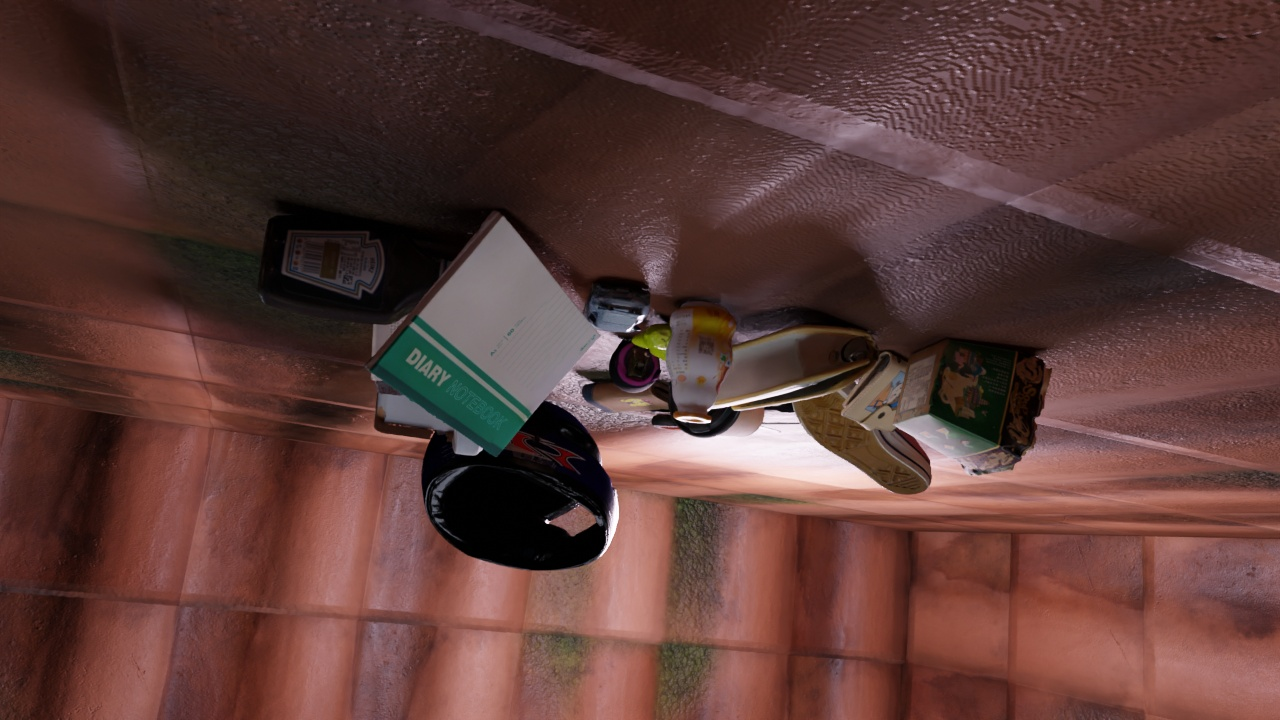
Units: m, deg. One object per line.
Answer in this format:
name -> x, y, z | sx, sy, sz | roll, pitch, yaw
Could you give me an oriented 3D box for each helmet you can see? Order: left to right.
helmet -> -0.178, 0.177, 1.440 | 0.315, 0.248, 0.239 | 12, -149, 4

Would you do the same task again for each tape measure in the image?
tape measure -> -0.006, 0.006, 1.017 | 0.057, 0.057, 0.039 | 11, 167, -7

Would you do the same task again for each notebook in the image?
notebook -> -0.118, -0.010, 0.751 | 0.012, 0.150, 0.209 | 35, 172, 29

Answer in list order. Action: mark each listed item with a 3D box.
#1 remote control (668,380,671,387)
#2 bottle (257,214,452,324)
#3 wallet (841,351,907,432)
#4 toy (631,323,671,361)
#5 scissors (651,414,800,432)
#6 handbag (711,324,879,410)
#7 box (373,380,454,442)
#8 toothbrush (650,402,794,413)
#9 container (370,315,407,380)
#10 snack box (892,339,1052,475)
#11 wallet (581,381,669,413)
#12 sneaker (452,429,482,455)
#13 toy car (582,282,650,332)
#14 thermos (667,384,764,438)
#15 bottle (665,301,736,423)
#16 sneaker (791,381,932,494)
remote control -> 0.068, 0.038, 1.195 | 0.053, 0.024, 0.136 | 3, 168, 12
bottle -> -0.199, -0.067, 0.737 | 0.194, 0.079, 0.044 | 7, 167, -15
wallet -> 0.266, 0.038, 0.992 | 0.115, 0.087, 0.024 | 19, -158, -48
toy -> 0.040, -0.017, 0.945 | 0.097, 0.031, 0.100 | -1, 165, 2
scissors -> 0.118, 0.081, 1.271 | 0.235, 0.021, 0.220 | -3, 167, 25
handbag -> 0.161, 0.011, 0.924 | 0.178, 0.063, 0.164 | -1, 170, -39
box -> -0.239, 0.036, 1.145 | 0.179, 0.110, 0.260 | 9, 167, -12
toothbrush -> 0.115, 0.064, 1.292 | 0.213, 0.026, 0.027 | 0, -159, 22
container -> -0.176, -0.031, 0.817 | 0.111, 0.090, 0.090 | 6, -157, -10
snack box -> 0.318, 0.038, 0.905 | 0.105, 0.118, 0.118 | 20, 166, -5
wallet -> -0.012, 0.049, 1.281 | 0.115, 0.033, 0.090 | -5, 163, 30
sneaker -> -0.141, 0.023, 0.921 | 0.090, 0.090, 0.242 | 1, -157, -7
toy car -> -0.025, -0.044, 0.856 | 0.054, 0.036, 0.121 | 8, 171, -8
thermos -> 0.096, 0.054, 1.102 | 0.093, 0.093, 0.143 | 0, 168, 27
bottle -> 0.053, 0.002, 0.850 | 0.063, 0.108, 0.063 | 7, 169, 1
sneaker -> 0.270, 0.068, 1.097 | 0.241, 0.087, 0.119 | 39, 140, -27
